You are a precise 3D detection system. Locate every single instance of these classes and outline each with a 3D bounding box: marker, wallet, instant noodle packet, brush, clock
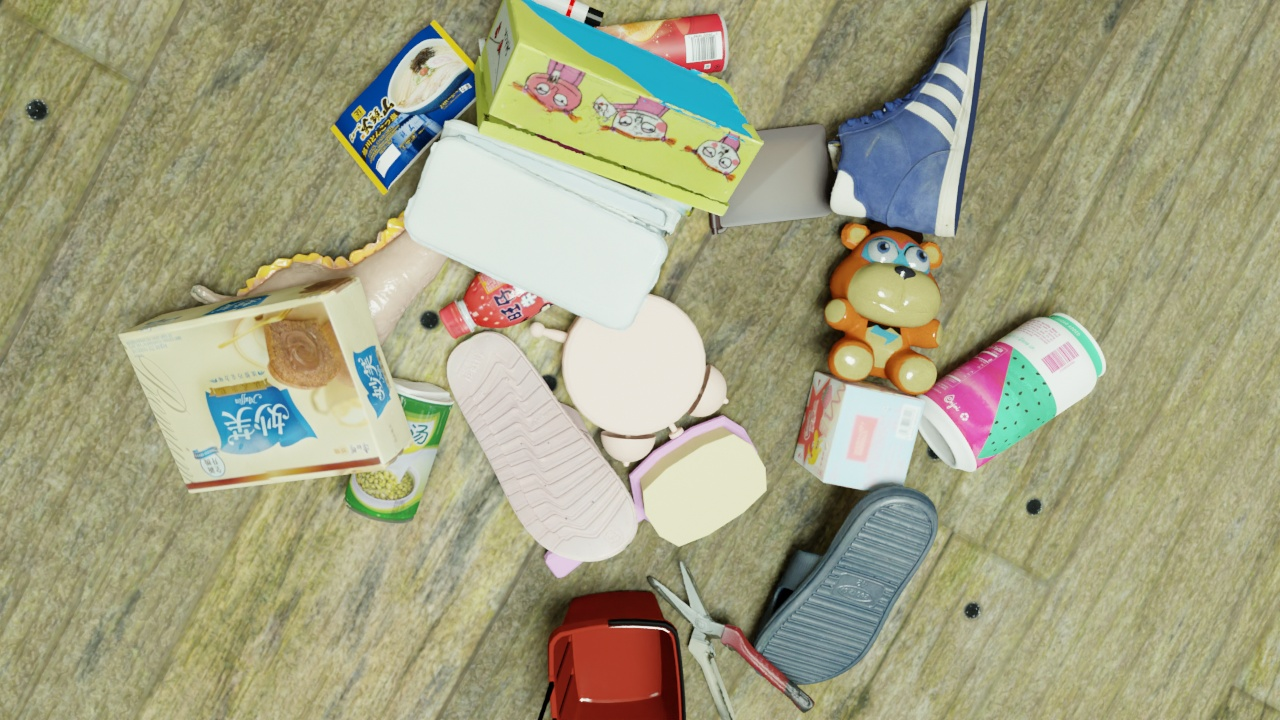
[{"bbox_3d":[-0.103,-0.327,0.814,0.145,0.019,0.019,19,94,-9],"label":"marker"},{"bbox_3d":[0.119,-0.171,0.864,0.115,0.018,0.091,-7,98,-2],"label":"wallet"},{"bbox_3d":[-0.201,-0.220,0.796,0.134,0.026,0.087,-43,74,9],"label":"instant noodle packet"},{"bbox_3d":[0.013,0.142,0.868,0.228,0.043,0.089,-32,112,-2],"label":"brush"},{"bbox_3d":[-0.005,0.005,0.841,0.131,0.086,0.160,-32,106,-2],"label":"clock"},{"bbox_3d":[-0.016,-0.172,0.846,0.146,0.017,0.017,26,93,-9],"label":"marker"}]

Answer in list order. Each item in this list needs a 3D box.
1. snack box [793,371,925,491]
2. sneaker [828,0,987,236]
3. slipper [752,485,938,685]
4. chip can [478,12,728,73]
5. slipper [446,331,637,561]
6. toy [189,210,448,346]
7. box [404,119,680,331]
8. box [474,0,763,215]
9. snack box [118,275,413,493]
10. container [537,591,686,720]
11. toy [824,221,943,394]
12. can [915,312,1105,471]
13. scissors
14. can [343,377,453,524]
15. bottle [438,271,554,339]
[{"bbox_3d":[0.202,0.067,0.863,0.079,0.095,0.093,12,96,-8],"label":"snack box"},{"bbox_3d":[0.242,-0.223,0.845,0.118,0.091,0.232,7,74,22],"label":"sneaker"},{"bbox_3d":[0.193,0.208,0.880,0.101,0.082,0.264,22,119,-8],"label":"slipper"},{"bbox_3d":[-0.032,-0.270,0.814,0.214,0.052,0.052,-8,98,-6],"label":"chip can"},{"bbox_3d":[-0.093,0.081,0.848,0.094,0.064,0.239,-36,83,1],"label":"slipper"},{"bbox_3d":[-0.241,-0.098,0.808,0.196,0.065,0.264,37,88,-8],"label":"toy"},{"bbox_3d":[-0.080,-0.126,0.773,0.211,0.105,0.130,26,102,-10],"label":"box"},{"bbox_3d":[-0.019,-0.208,0.755,0.220,0.124,0.083,16,126,-27],"label":"box"},{"bbox_3d":[-0.311,0.024,0.768,0.208,0.055,0.153,-8,109,18],"label":"snack box"},{"bbox_3d":[-0.024,0.297,0.808,0.127,0.200,0.148,-4,98,-1],"label":"container"},{"bbox_3d":[0.225,-0.055,0.849,0.112,0.096,0.175,10,61,-5],"label":"toy"},{"bbox_3d":[0.350,0.030,0.878,0.166,0.088,0.088,-33,100,-2],"label":"can"},{"bbox_3d":[0.082,0.291,0.898,0.197,0.015,0.180,21,122,20],"label":"scissors"},{"bbox_3d":[-0.218,0.079,0.829,0.067,0.067,0.121,18,95,-9],"label":"can"},{"bbox_3d":[-0.114,-0.064,0.826,0.137,0.062,0.062,-29,100,-1],"label":"bottle"}]
